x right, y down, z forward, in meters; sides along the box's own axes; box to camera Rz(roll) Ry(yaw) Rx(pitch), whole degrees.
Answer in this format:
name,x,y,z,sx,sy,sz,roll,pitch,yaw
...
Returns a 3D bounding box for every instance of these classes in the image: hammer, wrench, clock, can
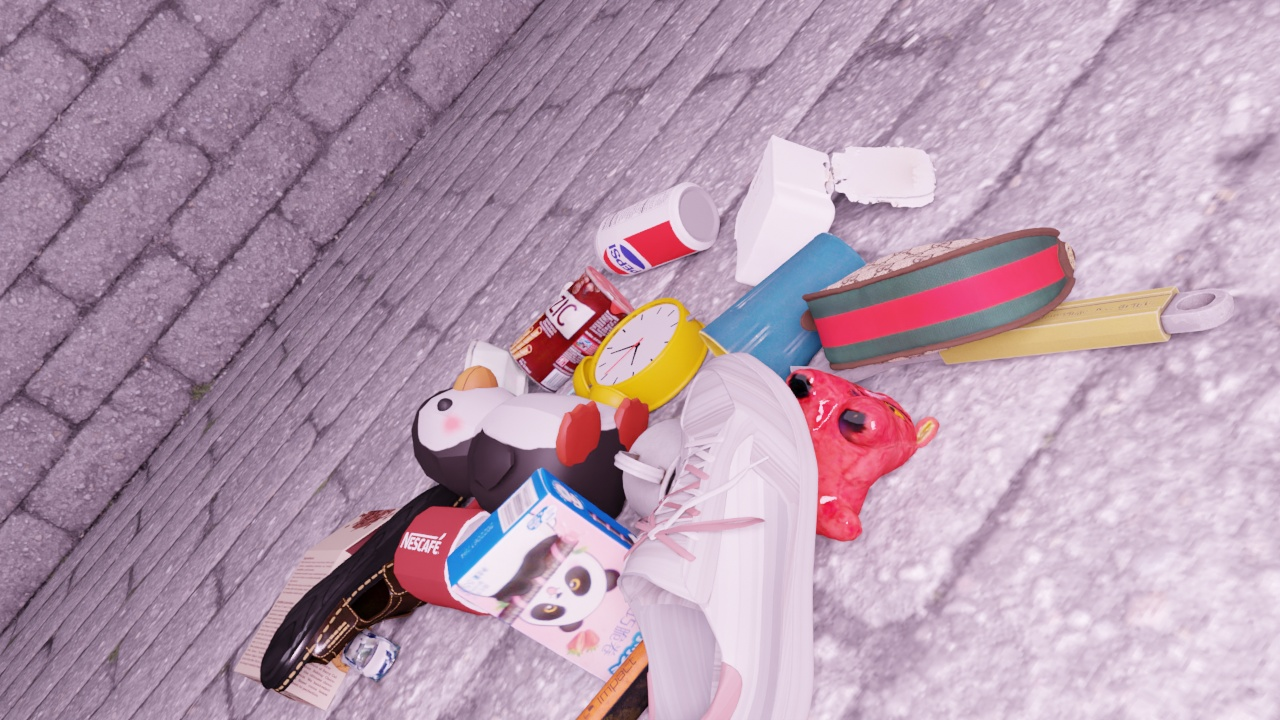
name,x,y,z,sx,sy,sz,roll,pitch,yaw
hammer,-0.059,0.273,0.551,0.314,0.035,0.138,-49,23,-4
wrench,0.207,-0.012,0.562,0.083,0.018,0.274,-40,19,-35
clock,-0.005,0.005,0.834,0.152,0.052,0.113,-44,27,1
can,0.015,-0.135,0.963,0.132,0.070,0.070,-14,42,48

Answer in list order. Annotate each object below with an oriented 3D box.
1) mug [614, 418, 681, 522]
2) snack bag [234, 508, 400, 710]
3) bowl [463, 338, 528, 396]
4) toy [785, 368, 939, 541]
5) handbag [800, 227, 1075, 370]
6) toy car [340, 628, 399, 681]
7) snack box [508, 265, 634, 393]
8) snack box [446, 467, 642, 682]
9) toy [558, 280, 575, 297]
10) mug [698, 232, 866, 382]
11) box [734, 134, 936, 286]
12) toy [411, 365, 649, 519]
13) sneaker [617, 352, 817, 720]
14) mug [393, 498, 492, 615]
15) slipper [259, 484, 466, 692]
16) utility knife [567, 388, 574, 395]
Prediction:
name,x,y,z,sx,sy,sz,roll,pitch,yaw
mug,0.025,0.080,0.625,0.070,0.113,0.084,20,86,64
snack bag,-0.320,0.245,0.958,0.095,0.070,0.205,-14,43,48
bowl,-0.151,0.037,0.968,0.117,0.061,0.117,179,95,-88
toy,0.122,0.072,0.572,0.088,0.093,0.133,46,121,33
handbag,0.183,-0.042,0.577,0.138,0.063,0.167,-20,3,-43
toy car,-0.261,0.278,0.875,0.090,0.027,0.038,-6,47,53
snack box,-0.071,-0.032,0.955,0.121,0.072,0.072,-44,27,9
snack box,-0.038,0.143,0.586,0.088,0.154,0.033,-44,30,9
toy,-0.096,-0.032,1.030,0.122,0.038,0.079,-52,34,-2
mug,0.114,-0.035,0.690,0.121,0.078,0.078,-43,27,-2
box,0.163,-0.131,0.757,0.107,0.132,0.152,-85,13,-48
toy,-0.106,0.082,0.746,0.184,0.158,0.140,13,98,30
sneaker,0.035,0.102,0.511,0.099,0.089,0.235,-23,61,49
mug,-0.149,0.159,0.806,0.097,0.080,0.116,-9,48,51
slipper,-0.251,0.218,0.883,0.113,0.076,0.267,-25,16,46
utility knife,-0.075,0.046,0.924,0.141,0.015,0.022,-45,28,14
